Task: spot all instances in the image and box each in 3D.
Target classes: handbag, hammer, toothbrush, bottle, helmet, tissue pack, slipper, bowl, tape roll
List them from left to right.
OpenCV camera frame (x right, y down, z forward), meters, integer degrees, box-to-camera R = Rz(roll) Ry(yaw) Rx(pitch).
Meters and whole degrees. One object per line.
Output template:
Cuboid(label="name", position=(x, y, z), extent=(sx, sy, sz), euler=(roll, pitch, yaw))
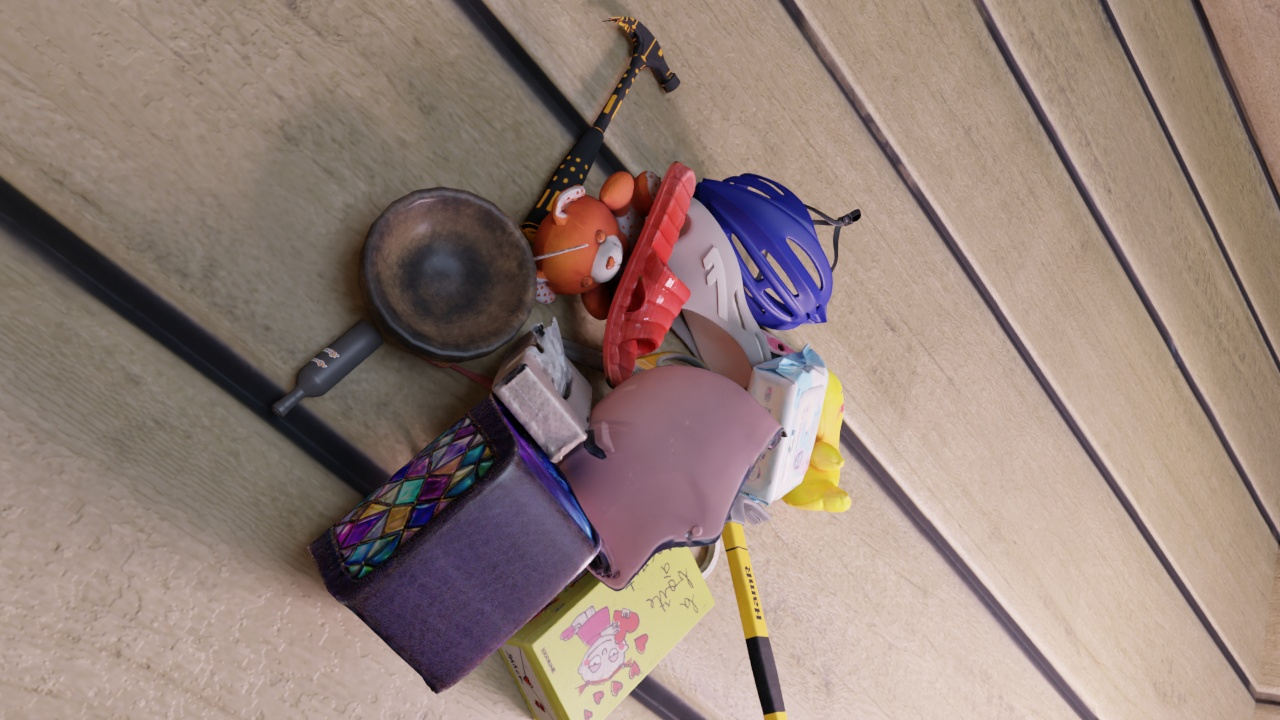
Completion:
Cuboid(label="bottle", position=(-0.278, 0.009, 0.809), extent=(0.112, 0.030, 0.030), euler=(-48, 115, -33))
Cuboid(label="bowl", position=(-0.183, -0.074, 0.854), extent=(0.162, 0.070, 0.162), euler=(7, 75, -26))
Cuboid(label="handbag", position=(-0.158, 0.141, 0.775), extent=(0.204, 0.222, 0.125), euler=(-41, 113, -10))
Cuboid(label="toothbrush", position=(-0.145, 0.026, 0.930), extent=(0.184, 0.016, 0.015), euler=(30, 61, -35))
Cuboid(label="toothbrush", position=(-0.097, -0.093, 0.874), extent=(0.010, 0.182, 0.010), euler=(-5, 91, -34))
Cuboid(label="tissue pack", position=(-0.086, 0.018, 0.868), extent=(0.071, 0.181, 0.104), euler=(-36, 100, 8))
Cuboid(label="hammer", position=(-0.051, -0.257, 1.027), extent=(0.123, 0.036, 0.319), euler=(45, 58, -33))
Cuboid(label="helmet", position=(0.005, 0.101, 0.910), extent=(0.152, 0.256, 0.229), euler=(48, 53, -7))
Cuboid(label="slipper", position=(0.022, -0.083, 0.960), extent=(0.103, 0.059, 0.248), euler=(17, 92, -75))
Cuboid(label="tape roll", position=(0.057, 0.216, 1.079), extent=(0.093, 0.013, 0.093), euler=(6, 81, -39))
Cuboid(label="slipper", position=(0.064, -0.061, 1.059), extent=(0.080, 0.113, 0.266), euler=(-44, 119, -36))
Cuboid(label="hammer", position=(0.127, 0.284, 1.037), extent=(0.169, 0.034, 0.324), euler=(26, 45, -51))
Cuboid(label="helmet", position=(0.172, -0.155, 1.126), extent=(0.227, 0.148, 0.241), euler=(-47, 115, -28))
Cuboid(label="tissue pack", position=(0.166, 0.074, 1.077), extent=(0.111, 0.070, 0.182), euler=(-12, 118, -56))
Cuboid(label="toothbrush", position=(0.192, -0.014, 1.219), extent=(0.135, 0.016, 0.021), euler=(25, 69, -33))

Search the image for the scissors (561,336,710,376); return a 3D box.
Cuboid(label="scissors", position=(-0.007, 0.006, 1.031), extent=(0.228, 0.016, 0.133), euler=(29, 50, -21))

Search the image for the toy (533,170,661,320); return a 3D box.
Cuboid(label="toy", position=(-0.042, -0.119, 0.953), extent=(0.172, 0.093, 0.164), euler=(-17, 129, -57))

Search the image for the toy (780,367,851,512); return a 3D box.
Cuboid(label="toy", position=(0.219, 0.101, 1.183), extent=(0.134, 0.087, 0.194), euler=(-13, 100, -83))

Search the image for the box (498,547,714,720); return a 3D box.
Cuboid(label="box", position=(-0.032, 0.268, 0.956), extent=(0.220, 0.082, 0.124), euler=(-32, 105, -36))
